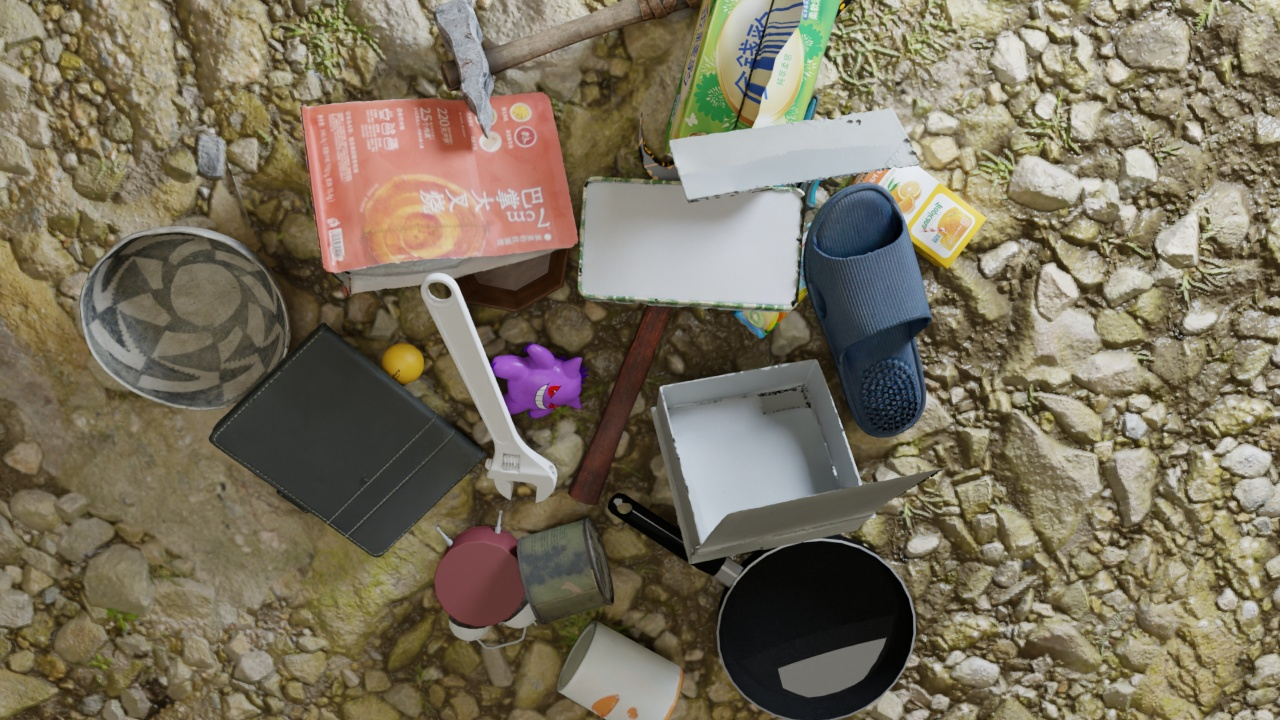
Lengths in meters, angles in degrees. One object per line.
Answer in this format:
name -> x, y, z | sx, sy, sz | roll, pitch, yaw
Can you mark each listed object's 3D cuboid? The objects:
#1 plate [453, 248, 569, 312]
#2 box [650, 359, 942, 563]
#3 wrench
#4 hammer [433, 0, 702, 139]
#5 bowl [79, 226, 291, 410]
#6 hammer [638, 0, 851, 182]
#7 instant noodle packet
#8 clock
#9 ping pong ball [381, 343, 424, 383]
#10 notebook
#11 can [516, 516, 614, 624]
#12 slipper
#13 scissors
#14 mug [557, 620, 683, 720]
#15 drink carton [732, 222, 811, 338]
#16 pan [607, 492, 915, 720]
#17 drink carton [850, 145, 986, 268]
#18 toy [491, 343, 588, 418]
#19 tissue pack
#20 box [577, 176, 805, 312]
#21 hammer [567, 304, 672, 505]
plate -> -0.130, -0.113, 0.883 | 0.131, 0.025, 0.131 | 0, 101, -1
box -> 0.143, 0.158, 0.696 | 0.167, 0.512, 0.173 | -11, 112, -9
wrench -> -0.144, 0.034, 0.864 | 0.066, 0.018, 0.274 | -10, 125, 11
hammer -> -0.027, -0.307, 0.827 | 0.318, 0.049, 0.121 | -21, 78, -2
bowl -> -0.416, -0.049, 0.860 | 0.178, 0.081, 0.179 | -5, 116, -11
hammer -> 0.124, -0.282, 0.851 | 0.123, 0.036, 0.321 | 40, 100, -7
instant noodle packet -> -0.177, -0.161, 0.828 | 0.221, 0.084, 0.164 | -11, 74, -5
clock -> -0.158, 0.230, 0.940 | 0.096, 0.048, 0.137 | -15, 101, 2
ping pong ball -> -0.232, 0.003, 0.897 | 0.040, 0.040, 0.040 | 0, 101, -1
notebook -> -0.283, 0.085, 0.894 | 0.169, 0.029, 0.209 | -42, 113, 9
can -> -0.075, 0.210, 0.915 | 0.074, 0.089, 0.090 | -17, 101, 3
slipper -> 0.220, -0.030, 0.851 | 0.101, 0.082, 0.264 | -17, 115, 2
scissors -> 0.153, -0.183, 0.875 | 0.126, 0.019, 0.144 | -20, 107, -2
mug -> -0.021, 0.329, 0.944 | 0.105, 0.082, 0.082 | 31, 99, -6
drink carton -> 0.145, -0.080, 0.886 | 0.044, 0.038, 0.129 | 42, 98, -4
pan -> 0.117, 0.233, 0.946 | 0.355, 0.044, 0.204 | 34, 99, -7
drink carton -> 0.257, -0.148, 0.873 | 0.122, 0.040, 0.058 | 35, 99, -7
toy -> -0.097, 0.019, 0.895 | 0.088, 0.055, 0.106 | 7, 136, 3
tissue pack -> 0.099, -0.249, 0.764 | 0.120, 0.141, 0.198 | 7, 106, -9
box -> 0.046, -0.106, 0.844 | 0.205, 0.050, 0.117 | 2, 91, 1
hammer -> -0.005, 0.005, 0.908 | 0.111, 0.028, 0.301 | 21, 101, -6
